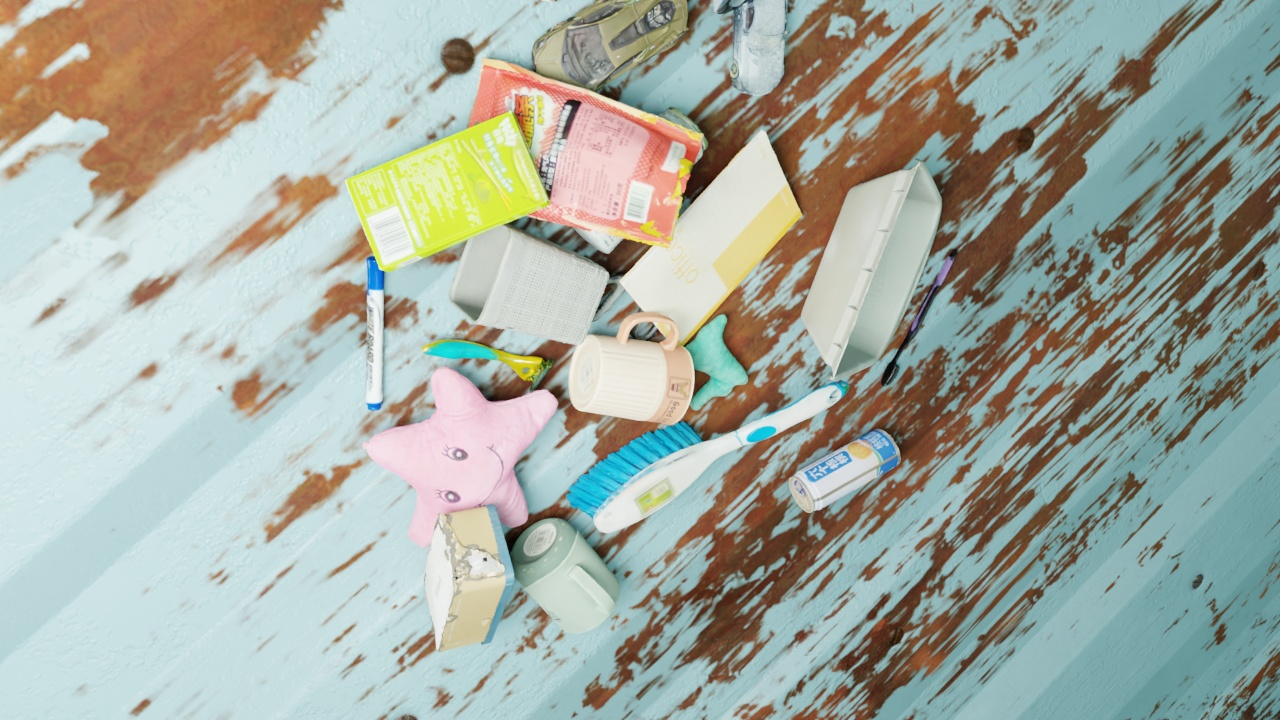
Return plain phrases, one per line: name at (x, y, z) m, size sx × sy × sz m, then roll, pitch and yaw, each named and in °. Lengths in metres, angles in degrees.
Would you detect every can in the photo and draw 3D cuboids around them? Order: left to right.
can at (-0.004, -0.173, 0.884) m, size 0.146 × 0.058 × 0.058 m, roll -47°, pitch 122°, yaw -4°
can at (0.252, 0.136, 1.135) m, size 0.134 × 0.053 × 0.053 m, roll -26°, pitch 118°, yaw -16°

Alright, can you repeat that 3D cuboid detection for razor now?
razor at (-0.151, -0.001, 0.893) m, size 0.132 × 0.028 × 0.043 m, roll 13°, pitch 134°, yaw -33°

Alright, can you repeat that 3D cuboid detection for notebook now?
notebook at (0.079, -0.118, 0.947) m, size 0.206 × 0.010 × 0.146 m, roll -47°, pitch 143°, yaw -4°

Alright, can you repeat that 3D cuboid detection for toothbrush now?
toothbrush at (0.346, -0.051, 1.135) m, size 0.016 × 0.014 × 0.189 m, roll 21°, pitch 98°, yaw -39°

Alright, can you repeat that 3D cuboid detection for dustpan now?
dustpan at (0.275, -0.087, 0.982) m, size 0.142 × 0.257 × 0.223 m, roll 18°, pitch 101°, yaw -7°

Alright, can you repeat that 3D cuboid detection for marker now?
marker at (-0.244, -0.023, 0.845) m, size 0.016 × 0.017 × 0.146 m, roll -3°, pitch 110°, yaw -26°

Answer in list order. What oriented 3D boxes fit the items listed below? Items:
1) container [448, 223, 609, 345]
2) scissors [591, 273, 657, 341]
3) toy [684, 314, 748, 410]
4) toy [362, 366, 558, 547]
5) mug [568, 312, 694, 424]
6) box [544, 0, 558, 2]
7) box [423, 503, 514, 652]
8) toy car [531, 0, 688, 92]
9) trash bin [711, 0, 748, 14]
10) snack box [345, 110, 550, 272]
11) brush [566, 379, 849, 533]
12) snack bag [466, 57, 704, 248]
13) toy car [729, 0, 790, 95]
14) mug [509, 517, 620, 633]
container at (-0.102, -0.071, 0.857) m, size 0.114 × 0.090 × 0.090 m, roll 16°, pitch 101°, yaw -34°
scissors at (0.010, -0.091, 0.929) m, size 0.177 × 0.014 × 0.159 m, roll -26°, pitch 132°, yaw -14°
toy at (0.081, 0.008, 1.014) m, size 0.096 × 0.030 × 0.092 m, roll -44°, pitch 120°, yaw 1°
toy at (-0.182, 0.101, 0.891) m, size 0.178 × 0.074 × 0.195 m, roll 11°, pitch 110°, yaw -24°
mug at (-0.006, 0.005, 0.935) m, size 0.105 × 0.081 × 0.115 m, roll 9°, pitch 113°, yaw -28°
box at (-0.028, -0.366, 0.802) m, size 0.164 × 0.056 × 0.070 m, roll -30°, pitch 101°, yaw -14°
box at (-0.172, 0.218, 0.898) m, size 0.060 × 0.089 × 0.185 m, roll -7°, pitch 148°, yaw -22°
toy car at (-0.026, -0.293, 0.838) m, size 0.158 × 0.042 × 0.070 m, roll -35°, pitch 120°, yaw -8°
trash bin at (0.098, -0.436, 0.747) m, size 0.226 × 0.227 × 0.195 m, roll -38°, pitch 98°, yaw -9°
snack box at (-0.164, -0.144, 0.787) m, size 0.156 × 0.026 × 0.086 m, roll -23°, pitch 90°, yaw 2°
brush at (0.073, 0.093, 0.995) m, size 0.314 × 0.109 × 0.060 m, roll -32°, pitch 118°, yaw -12°
snack bag at (-0.056, -0.179, 0.819) m, size 0.208 × 0.073 × 0.129 m, roll 16°, pitch 99°, yaw -2°
toy car at (0.118, -0.323, 0.902) m, size 0.054 × 0.037 × 0.121 m, roll -11°, pitch 117°, yaw -23°
mug at (-0.075, 0.230, 0.971) m, size 0.082 × 0.112 × 0.106 m, roll -46°, pitch 121°, yaw -21°
